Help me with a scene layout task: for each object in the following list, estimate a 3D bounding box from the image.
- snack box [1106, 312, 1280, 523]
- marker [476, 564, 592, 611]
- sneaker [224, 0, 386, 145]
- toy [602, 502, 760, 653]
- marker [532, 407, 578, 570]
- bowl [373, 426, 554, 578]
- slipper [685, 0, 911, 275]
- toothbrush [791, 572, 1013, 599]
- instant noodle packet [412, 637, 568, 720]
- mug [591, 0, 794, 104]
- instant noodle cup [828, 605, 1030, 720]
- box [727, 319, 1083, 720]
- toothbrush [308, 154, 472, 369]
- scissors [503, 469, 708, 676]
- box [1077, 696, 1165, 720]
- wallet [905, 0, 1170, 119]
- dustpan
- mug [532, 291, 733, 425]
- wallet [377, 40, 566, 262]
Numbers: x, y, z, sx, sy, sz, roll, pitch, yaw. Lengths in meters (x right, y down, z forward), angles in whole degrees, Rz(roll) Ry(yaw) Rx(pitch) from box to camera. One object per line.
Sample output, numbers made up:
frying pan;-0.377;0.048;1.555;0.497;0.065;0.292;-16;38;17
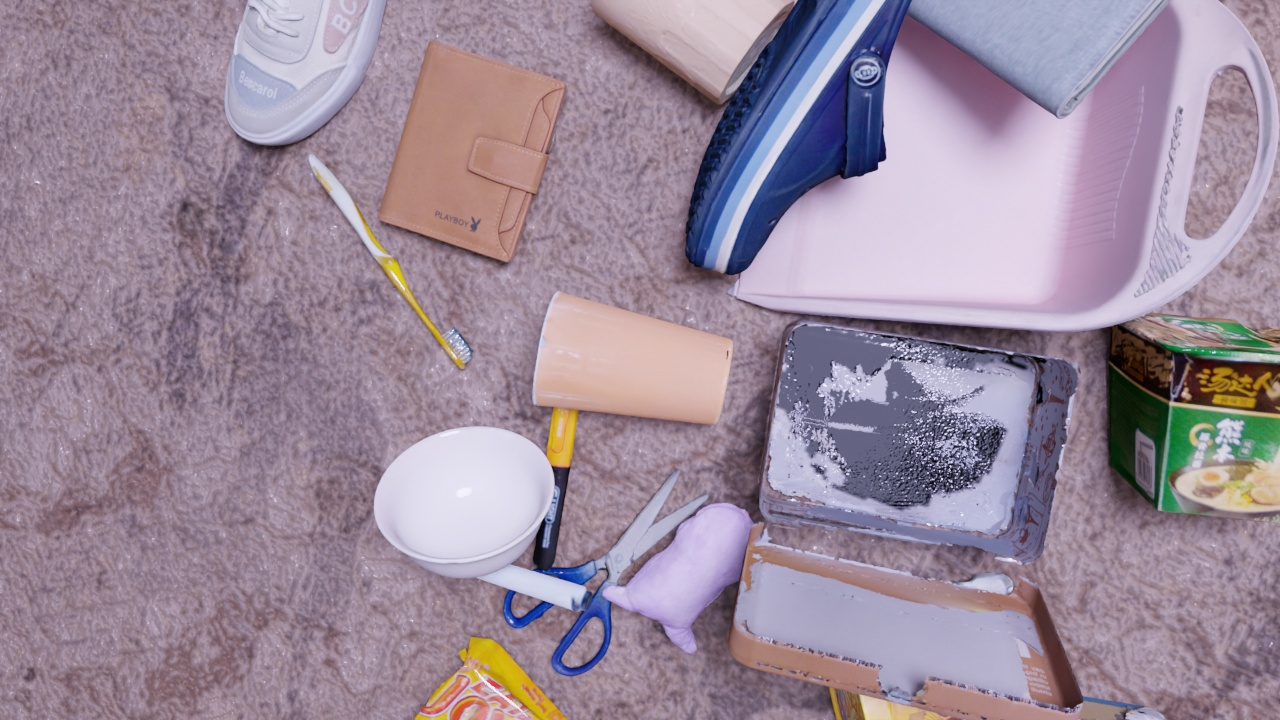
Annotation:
snack box;0.342;0.034;0.551;0.117;0.118;0.106;6;103;7
marker;-0.096;0.150;0.644;0.131;0.022;0.018;13;73;17
sneaker;-0.223;-0.260;0.618;0.089;0.090;0.242;27;96;7
toy;0.039;0.145;0.627;0.084;0.039;0.108;41;94;-19
marker;-0.060;0.086;0.645;0.018;0.015;0.124;8;89;10
bowl;-0.115;0.108;0.626;0.118;0.118;0.065;4;131;7
slipper;0.111;-0.157;0.548;0.095;0.104;0.253;27;122;-7
toothbrush;0.158;0.155;0.625;0.180;0.016;0.016;-6;90;10
instant noodle packet;-0.105;0.275;0.651;0.128;0.044;0.111;42;93;4
mug;0.040;-0.237;0.572;0.103;0.125;0.084;39;58;3
instant noodle cup;0.183;0.203;0.576;0.114;0.118;0.118;-10;91;0
box;0.158;0.066;0.536;0.180;0.226;0.157;11;110;9
toothbrush;-0.179;-0.073;0.658;0.018;0.016;0.191;-36;88;-3
scissors;-0.030;0.142;0.650;0.141;0.012;0.171;13;92;7
box;0.293;0.314;0.593;0.090;0.059;0.184;9;96;8
wallet;0.218;-0.213;0.506;0.129;0.037;0.107;49;114;28
dustpan;0.197;-0.130;0.543;0.273;0.138;0.222;7;93;7
mug;-0.004;0.004;0.612;0.123;0.078;0.078;11;94;1
wallet;-0.117;-0.144;0.640;0.108;0.031;0.132;20;96;8
